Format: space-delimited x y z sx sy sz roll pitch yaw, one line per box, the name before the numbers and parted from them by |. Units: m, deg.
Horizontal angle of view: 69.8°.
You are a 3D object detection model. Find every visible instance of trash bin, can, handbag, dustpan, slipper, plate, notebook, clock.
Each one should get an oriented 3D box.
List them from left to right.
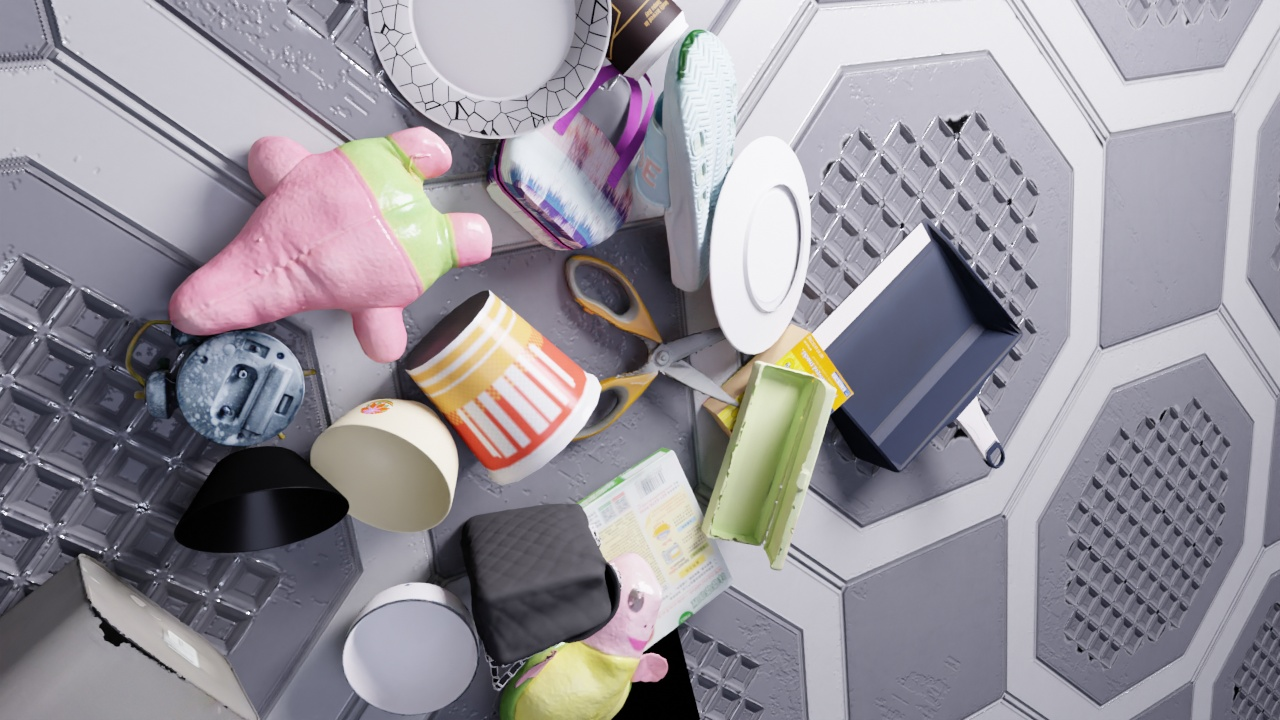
trash bin | -0.408 0.275 0.625 0.219 0.198 0.197 -49 121 -19
clock | -0.315 0.012 0.689 0.129 0.052 0.090 27 87 -32
plate | -0.117 -0.271 0.718 0.188 0.016 0.189 1 109 1
handbag | -0.083 0.199 0.796 0.125 0.154 0.115 -14 105 -11
handbag | -0.048 -0.187 0.798 0.144 0.068 0.169 42 73 -31
can | -0.027 -0.299 0.754 0.128 0.072 0.071 43 78 -13
notebook | -0.019 0.336 0.956 0.148 0.016 0.207 -23 112 -25
slipper | 0.035 -0.165 0.809 0.246 0.074 0.103 86 26 -45
plate | 0.125 -0.109 0.883 0.208 0.015 0.209 -20 114 -53
dustpan | 0.335 0.018 1.048 0.236 0.080 0.273 -44 119 -14

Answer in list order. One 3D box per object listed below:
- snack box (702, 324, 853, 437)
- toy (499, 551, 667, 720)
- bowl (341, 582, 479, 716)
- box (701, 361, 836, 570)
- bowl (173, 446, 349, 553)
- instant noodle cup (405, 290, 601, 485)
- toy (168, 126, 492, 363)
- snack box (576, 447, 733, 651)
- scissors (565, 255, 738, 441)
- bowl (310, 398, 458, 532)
snack box | 0.142 0.039 0.949 0.125 0.040 0.088 -42 113 -5
toy | -0.055 0.289 0.854 0.190 0.088 0.238 17 105 -42
bowl | -0.195 0.241 0.795 0.113 0.063 0.113 -2 108 -7
box | 0.121 0.098 0.903 0.083 0.091 0.188 16 96 1
bowl | -0.293 0.100 0.708 0.123 0.124 0.052 -4 61 -29
instant noodle cup | -0.120 0.017 0.769 0.123 0.123 0.121 -47 112 -13
toy | -0.234 -0.082 0.685 0.236 0.097 0.192 -32 100 -25
snack box | 0.009 0.191 0.921 0.131 0.027 0.168 -31 108 -22
scissors | -0.004 0.003 0.869 0.225 0.016 0.225 37 89 -19
bowl | -0.198 0.073 0.752 0.118 0.118 0.073 57 30 -27
